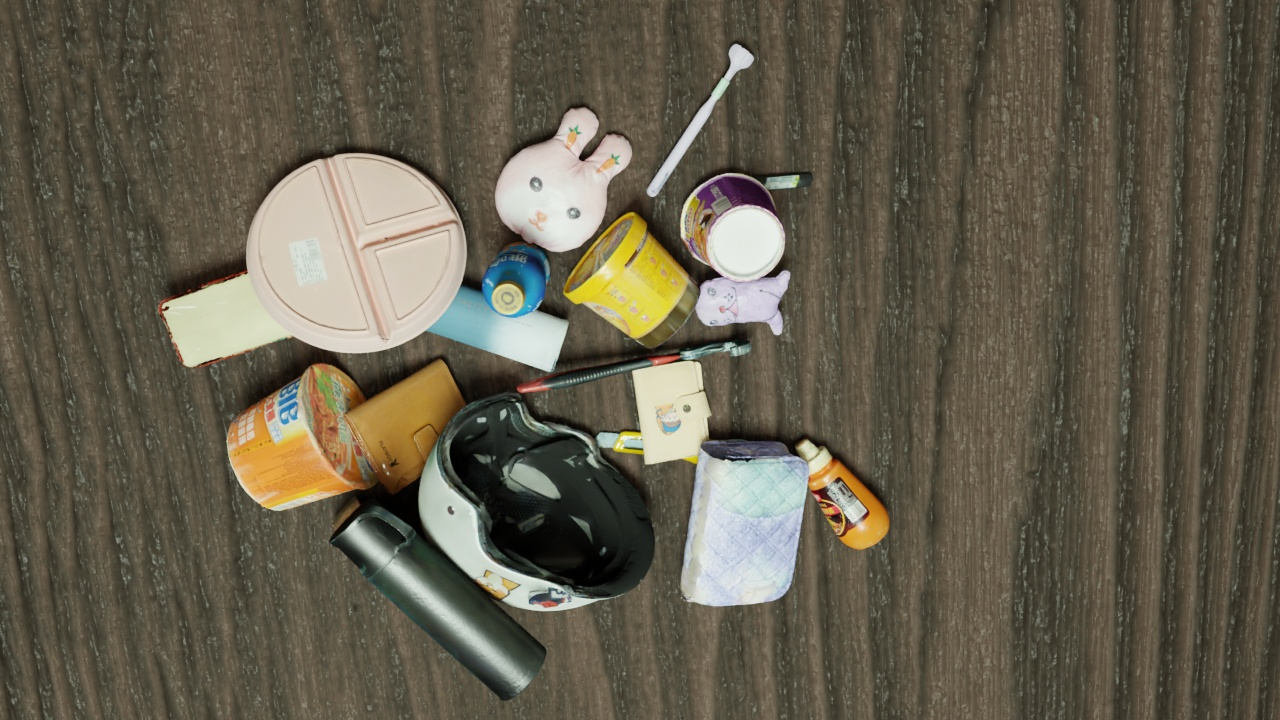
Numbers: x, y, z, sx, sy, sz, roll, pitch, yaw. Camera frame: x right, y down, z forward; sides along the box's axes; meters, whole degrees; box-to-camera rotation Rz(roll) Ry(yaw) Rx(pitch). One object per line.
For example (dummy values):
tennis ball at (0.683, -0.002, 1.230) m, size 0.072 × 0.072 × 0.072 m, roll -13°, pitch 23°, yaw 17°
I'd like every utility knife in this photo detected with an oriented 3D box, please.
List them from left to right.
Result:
utility knife at (0.030, 0.106, 1.108) m, size 0.181 × 0.015 × 0.033 m, roll 6°, pitch 100°, yaw -5°

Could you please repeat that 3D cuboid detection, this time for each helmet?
helmet at (-0.135, 0.181, 1.028) m, size 0.274 × 0.229 × 0.157 m, roll 35°, pitch 125°, yaw -22°

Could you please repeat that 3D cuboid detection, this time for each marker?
marker at (0.136, -0.202, 1.045) m, size 0.124 × 0.015 × 0.018 m, roll -5°, pitch 104°, yaw -5°

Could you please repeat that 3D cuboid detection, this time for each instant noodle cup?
instant noodle cup at (-0.374, 0.092, 1.022) m, size 0.111 × 0.151 × 0.151 m, roll -23°, pitch 103°, yaw 11°
instant noodle cup at (-0.005, -0.083, 1.016) m, size 0.114 × 0.118 × 0.118 m, roll 39°, pitch 98°, yaw -18°
instant noodle cup at (0.107, -0.140, 1.006) m, size 0.111 × 0.099 × 0.112 m, roll -3°, pitch 115°, yaw -6°

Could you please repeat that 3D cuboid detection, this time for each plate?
plate at (-0.302, -0.121, 0.978) m, size 0.229 × 0.028 × 0.229 m, roll 2°, pitch 75°, yaw -8°

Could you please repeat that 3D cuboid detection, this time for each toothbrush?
toothbrush at (0.062, -0.264, 1.024) m, size 0.029 × 0.021 × 0.189 m, roll 32°, pitch 101°, yaw -12°

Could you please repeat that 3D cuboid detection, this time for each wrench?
wrench at (-0.006, 0.006, 1.051) m, size 0.273 × 0.056 × 0.016 m, roll -11°, pitch 101°, yaw -8°

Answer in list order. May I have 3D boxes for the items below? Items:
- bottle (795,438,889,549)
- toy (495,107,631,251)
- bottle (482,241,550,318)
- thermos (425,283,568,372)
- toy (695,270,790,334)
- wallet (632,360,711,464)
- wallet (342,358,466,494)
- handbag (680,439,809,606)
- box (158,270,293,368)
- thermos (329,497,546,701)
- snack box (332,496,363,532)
bottle at (0.238, 0.157, 1.112) m, size 0.067 × 0.066 × 0.149 m, roll -37°, pitch 95°, yaw 5°
toy at (-0.084, -0.200, 1.015) m, size 0.121 × 0.054 × 0.159 m, roll 35°, pitch 91°, yaw -11°
bottle at (-0.130, -0.080, 0.952) m, size 0.065 × 0.218 × 0.065 m, roll -1°, pitch 104°, yaw -3°
thermos at (-0.192, -0.050, 1.034) m, size 0.220 × 0.070 × 0.070 m, roll 19°, pitch 101°, yaw -8°
toy at (0.114, -0.065, 1.048) m, size 0.108 × 0.038 × 0.084 m, roll -2°, pitch 123°, yaw -2°
wallet at (0.040, 0.060, 1.088) m, size 0.087 × 0.024 × 0.115 m, roll -9°, pitch 91°, yaw -9°
wallet at (-0.257, 0.075, 1.044) m, size 0.131 × 0.031 × 0.108 m, roll -34°, pitch 106°, yaw -33°
handbag at (0.121, 0.193, 1.097) m, size 0.134 × 0.075 × 0.194 m, roll 1°, pitch 105°, yaw -24°
box at (-0.434, -0.052, 1.015) m, size 0.168 × 0.075 × 0.091 m, roll -18°, pitch 103°, yaw 2°
thermos at (-0.197, 0.238, 0.919) m, size 0.242 × 0.068 × 0.090 m, roll 46°, pitch 139°, yaw -13°
snack box at (-0.266, 0.235, 1.039) m, size 0.182 × 0.178 × 0.045 m, roll 46°, pitch 73°, yaw -11°
